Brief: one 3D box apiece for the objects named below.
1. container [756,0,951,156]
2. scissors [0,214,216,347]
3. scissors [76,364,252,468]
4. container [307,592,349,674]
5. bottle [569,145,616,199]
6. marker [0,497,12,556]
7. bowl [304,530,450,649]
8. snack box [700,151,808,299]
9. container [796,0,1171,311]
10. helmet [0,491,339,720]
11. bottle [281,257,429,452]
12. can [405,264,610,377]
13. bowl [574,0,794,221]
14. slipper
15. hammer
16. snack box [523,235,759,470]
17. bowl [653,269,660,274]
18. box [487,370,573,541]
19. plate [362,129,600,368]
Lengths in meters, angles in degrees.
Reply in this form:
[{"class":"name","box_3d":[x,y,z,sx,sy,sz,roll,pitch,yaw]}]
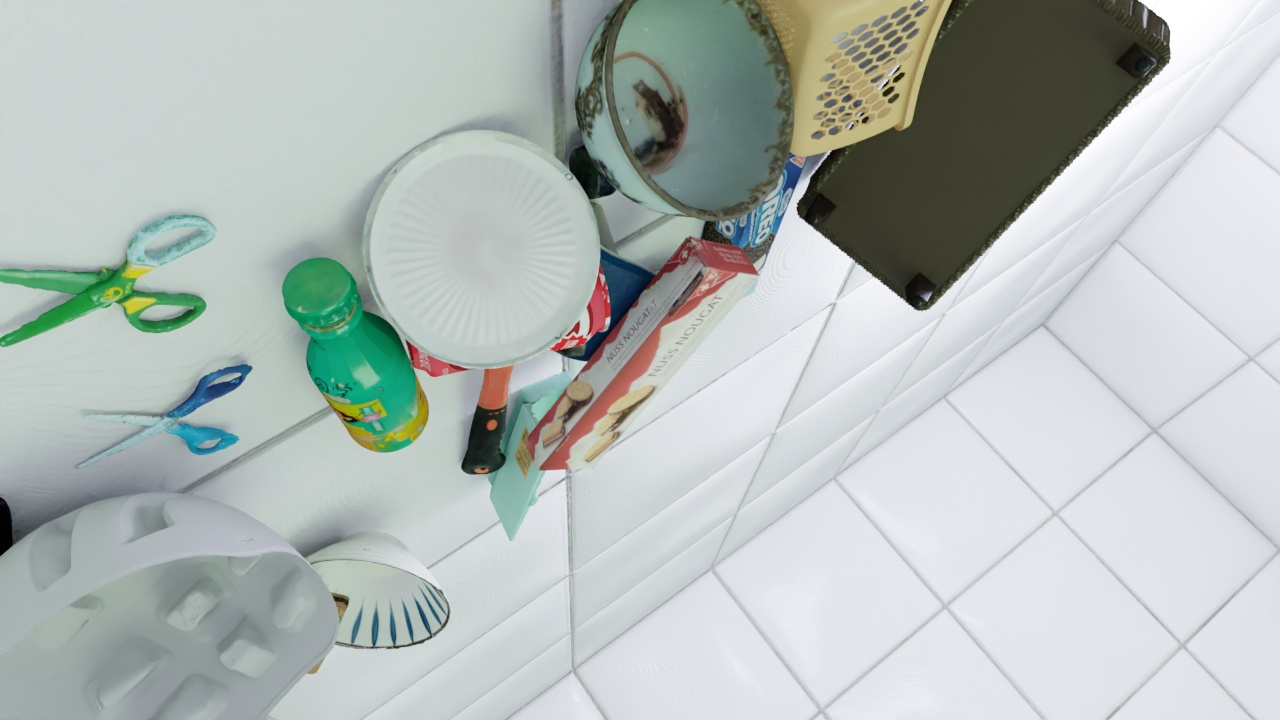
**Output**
[{"class":"container","box_3d":[0.162,-0.258,0.659,0.167,0.129,0.183,-29,160,-7]},{"class":"scissors","box_3d":[-0.288,-0.045,0.505,0.122,0.012,0.127,-47,160,16]},{"class":"scissors","box_3d":[-0.318,0.037,0.629,0.129,0.014,0.127,-41,156,15]},{"class":"container","box_3d":[-0.348,0.258,0.887,0.114,0.061,0.063,17,132,-22]},{"class":"bottle","box_3d":[0.020,-0.165,0.712,0.160,0.056,0.056,-25,155,-29]},{"class":"marker","box_3d":[-0.433,0.133,0.619,0.015,0.018,0.134,16,132,-20]},{"class":"bowl","box_3d":[-0.282,0.227,0.953,0.177,0.070,0.178,0,135,0]},{"class":"snack box","box_3d":[0.103,-0.139,0.908,0.059,0.059,0.227,-26,156,-22]},{"class":"container","box_3d":[0.299,-0.211,0.835,0.322,0.176,0.204,-52,177,31]},{"class":"helmet","box_3d":[-0.353,0.197,0.637,0.224,0.184,0.282,-53,173,-3]},{"class":"bottle","box_3d":[-0.204,0.000,0.660,0.068,0.068,0.210,-33,158,-16]},{"class":"can","box_3d":[-0.099,-0.037,0.667,0.142,0.074,0.075,-13,152,-17]},{"class":"bowl","box_3d":[0.016,-0.169,0.617,0.159,0.160,0.094,-24,-164,-35]},{"class":"slipper","box_3d":[-0.066,-0.077,0.756,0.118,0.060,0.295,-36,147,8]},{"class":"hammer","box_3d":[-0.140,0.045,0.861,0.133,0.033,0.334,1,154,-12]},{"class":"snack box","box_3d":[-0.005,0.005,0.821,0.076,0.044,0.274,3,137,-46]},{"class":"bowl","box_3d":[0.011,-0.044,0.938,0.131,0.064,0.132,-33,159,-15]},{"class":"box","box_3d":[-0.114,0.107,1.016,0.078,0.109,0.188,-6,143,-27]},{"class":"plate","box_3d":[-0.103,-0.073,0.610,0.156,0.157,0.014,-35,-161,-11]}]
